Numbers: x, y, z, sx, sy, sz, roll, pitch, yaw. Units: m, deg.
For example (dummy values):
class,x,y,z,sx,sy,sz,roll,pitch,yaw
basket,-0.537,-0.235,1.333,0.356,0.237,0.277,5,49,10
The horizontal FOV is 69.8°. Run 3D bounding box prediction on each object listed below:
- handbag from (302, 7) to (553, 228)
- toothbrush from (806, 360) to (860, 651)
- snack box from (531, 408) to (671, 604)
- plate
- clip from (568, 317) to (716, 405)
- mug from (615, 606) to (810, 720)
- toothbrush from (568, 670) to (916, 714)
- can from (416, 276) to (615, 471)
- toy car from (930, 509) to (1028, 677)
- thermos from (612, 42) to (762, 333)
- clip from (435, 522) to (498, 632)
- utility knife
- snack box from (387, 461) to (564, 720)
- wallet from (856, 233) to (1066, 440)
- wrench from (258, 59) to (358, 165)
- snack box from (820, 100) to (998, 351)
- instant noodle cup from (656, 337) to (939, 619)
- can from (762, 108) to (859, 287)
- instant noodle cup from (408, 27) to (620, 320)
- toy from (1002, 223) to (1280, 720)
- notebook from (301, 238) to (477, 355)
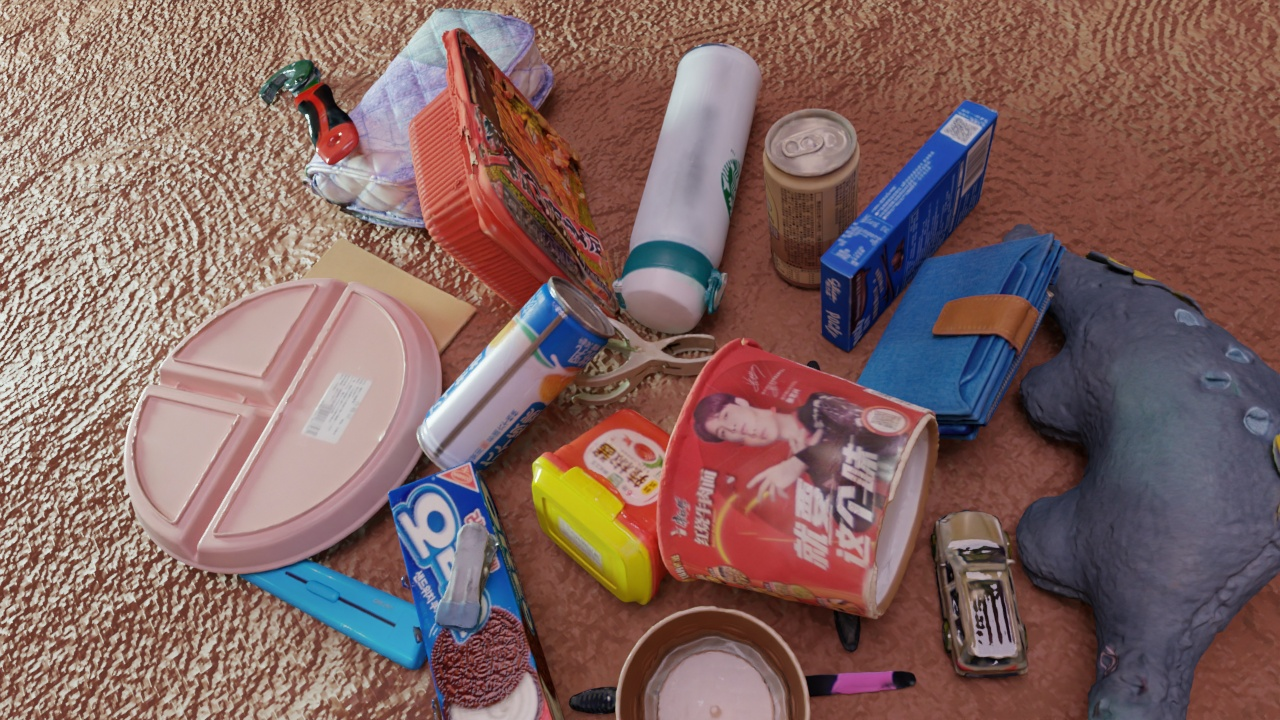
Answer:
class,x,y,z,sx,sy,sz,roll,pitch,yaw
handbag,-0.165,-0.193,0.736,0.134,0.076,0.193,18,63,27
toothbrush,0.113,0.077,0.547,0.014,0.017,0.188,-7,56,9
snack box,-0.008,0.082,0.536,0.091,0.082,0.080,35,58,27
plate,-0.249,0.032,0.629,0.230,0.028,0.229,-6,56,9
clip,-0.006,0.009,0.604,0.103,0.035,0.092,17,60,12
mug,0.048,0.181,0.434,0.084,0.104,0.124,-38,70,-10
toothbrush,0.053,0.179,0.497,0.189,0.018,0.014,-6,68,6
can,-0.080,0.013,0.574,0.135,0.053,0.053,-46,57,14
toy car,0.182,0.122,0.494,0.042,0.035,0.090,-3,56,9
thermos,0.039,-0.123,0.654,0.073,0.073,0.223,6,61,15
clip,-0.093,0.117,0.497,0.025,0.031,0.057,7,62,13
utility knife,-0.212,0.140,0.576,0.199,0.018,0.034,17,64,22
snack box,-0.089,0.158,0.515,0.058,0.057,0.207,-22,57,-5
wallet,0.185,-0.014,0.547,0.107,0.040,0.132,-6,47,59
wrench,-0.268,-0.206,0.746,0.056,0.016,0.273,-43,40,-4
snack box,0.172,-0.086,0.592,0.026,0.085,0.157,35,71,27
instant noodle cup,0.087,0.065,0.480,0.109,0.138,0.137,14,63,28
can,0.111,-0.102,0.595,0.058,0.116,0.058,-5,58,8
instant noodle cup,-0.091,-0.117,0.630,0.079,0.164,0.188,-26,55,15
toy,0.267,0.052,0.485,0.138,0.091,0.355,-9,51,27
notebook,-0.236,0.011,0.665,0.148,0.008,0.207,27,68,25
